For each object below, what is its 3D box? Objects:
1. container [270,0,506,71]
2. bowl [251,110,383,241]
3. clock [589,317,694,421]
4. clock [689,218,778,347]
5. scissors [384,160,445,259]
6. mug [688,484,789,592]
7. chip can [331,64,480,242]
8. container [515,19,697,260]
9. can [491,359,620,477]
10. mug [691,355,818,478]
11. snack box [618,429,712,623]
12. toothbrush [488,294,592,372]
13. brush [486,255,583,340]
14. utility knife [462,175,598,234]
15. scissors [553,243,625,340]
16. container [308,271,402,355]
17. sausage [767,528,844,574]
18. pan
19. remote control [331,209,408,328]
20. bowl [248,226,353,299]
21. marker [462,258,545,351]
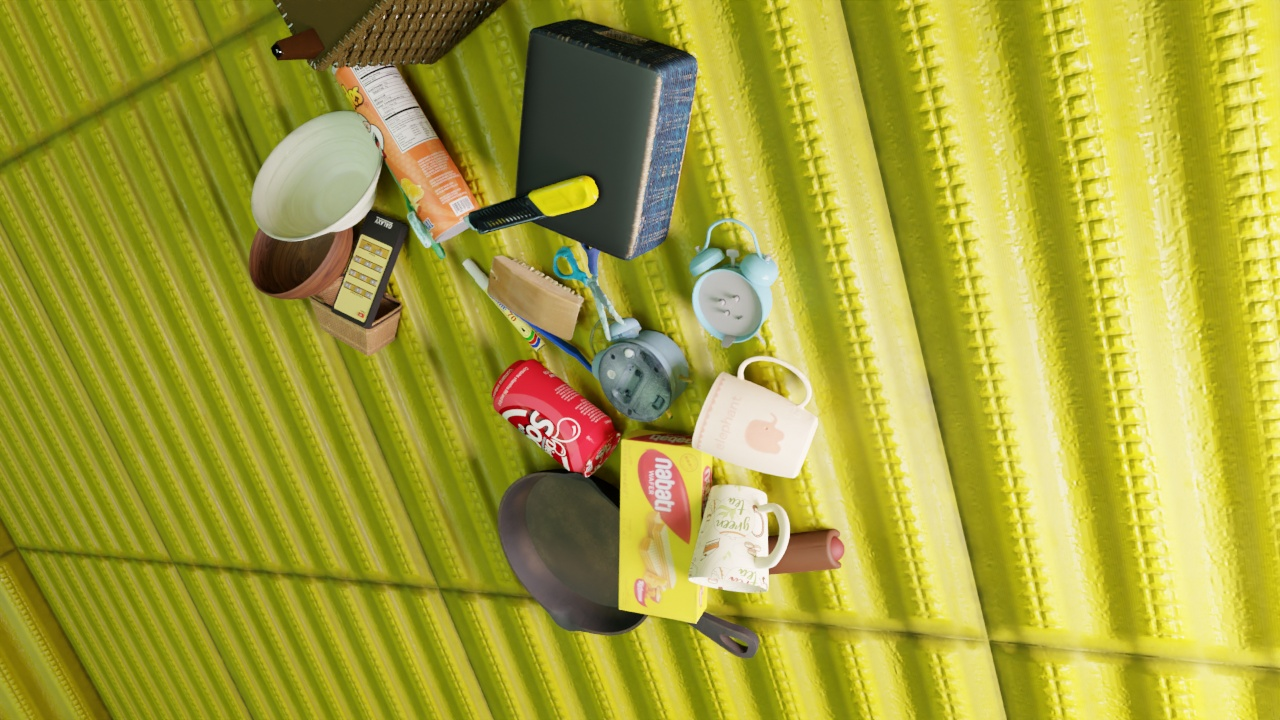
[{"bbox_3d":[-0.202,-0.394,0.784,0.322,0.204,0.176,-22,100,40],"label":"container"},{"bbox_3d":[-0.358,-0.200,1.062,0.177,0.176,0.058,16,162,28],"label":"bowl"},{"bbox_3d":[-0.006,0.006,0.958,0.124,0.051,0.089,39,131,13],"label":"clock"},{"bbox_3d":[0.086,-0.073,0.860,0.087,0.041,0.123,11,121,30],"label":"clock"},{"bbox_3d":[-0.255,-0.167,1.027,0.012,0.119,0.129,-29,109,-1],"label":"scissors"},{"bbox_3d":[0.106,0.177,0.924,0.081,0.097,0.122,20,158,-27],"label":"mug"},{"bbox_3d":[-0.251,-0.234,0.995,0.062,0.062,0.210,-26,97,40],"label":"chip can"},{"bbox_3d":[-0.038,-0.205,0.857,0.145,0.071,0.188,25,125,22],"label":"container"},{"bbox_3d":[-0.097,0.063,1.035,0.142,0.074,0.075,37,129,13],"label":"can"},{"bbox_3d":[0.118,0.052,0.886,0.104,0.085,0.111,22,95,13],"label":"mug"},{"bbox_3d":[0.027,0.179,0.993,0.092,0.042,0.201,6,103,20],"label":"snack box"},{"bbox_3d":[-0.096,-0.025,1.022,0.187,0.016,0.011,36,121,10],"label":"toothbrush"},{"bbox_3d":[-0.112,-0.071,1.000,0.117,0.039,0.049,31,127,19],"label":"brush"},{"bbox_3d":[-0.110,-0.146,0.878,0.171,0.020,0.029,-7,109,37],"label":"utility knife"},{"bbox_3d":[-0.043,-0.086,0.936,0.086,0.015,0.135,-54,57,33],"label":"scissors"},{"bbox_3d":[-0.362,-0.058,1.168,0.114,0.063,0.061,27,133,21],"label":"container"},{"bbox_3d":[0.144,0.204,0.967,0.156,0.040,0.040,-16,103,39],"label":"sausage"},{"bbox_3d":[-0.016,0.251,1.098,0.356,0.043,0.249,23,124,22],"label":"pan"},{"bbox_3d":[-0.325,-0.110,1.102,0.058,0.013,0.133,23,94,23],"label":"remote control"},{"bbox_3d":[-0.405,-0.134,1.136,0.147,0.069,0.147,-11,65,25],"label":"bowl"},{"bbox_3d":[-0.157,-0.064,1.051,0.132,0.014,0.014,49,131,4],"label":"marker"}]
